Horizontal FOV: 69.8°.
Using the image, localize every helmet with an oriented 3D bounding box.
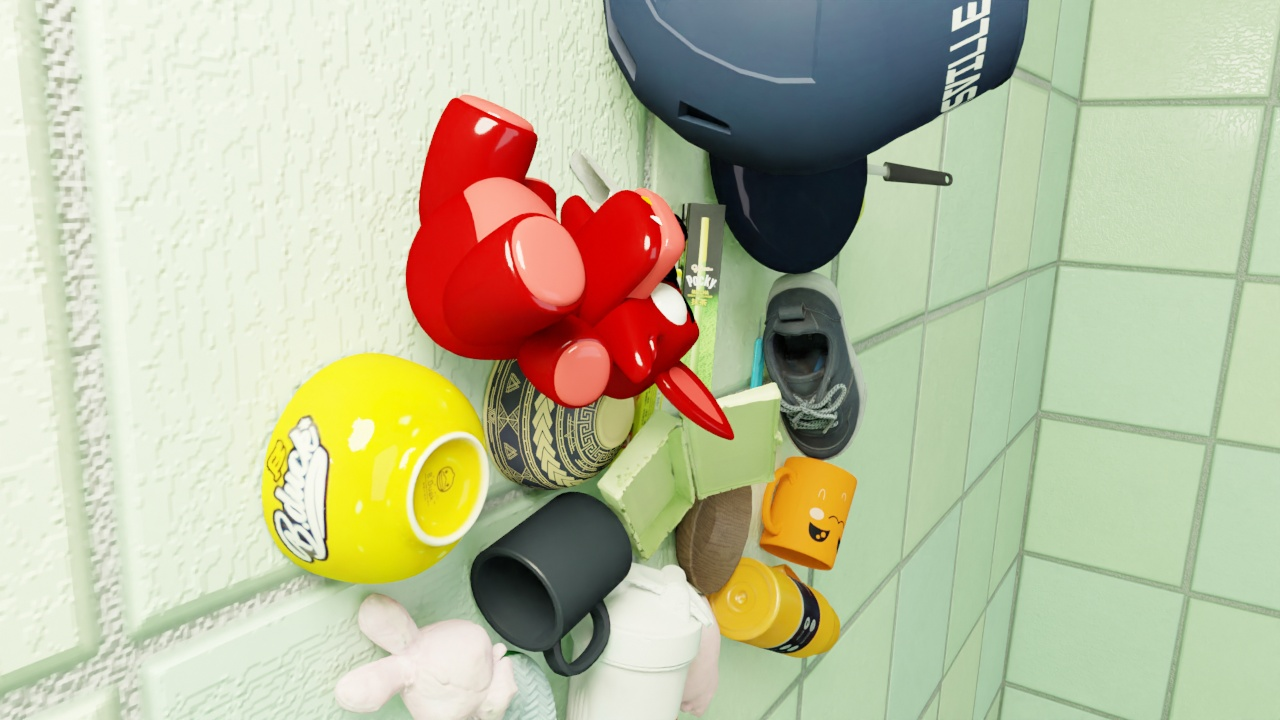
[{"bbox_3d":[0.081,-0.247,0.573,0.232,0.223,0.272,45,28,-80],"label":"helmet"}]

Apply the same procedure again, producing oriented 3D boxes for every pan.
[{"bbox_3d":[0.195,-0.180,0.847,0.355,0.021,0.199,-4,95,-41],"label":"pan"}]

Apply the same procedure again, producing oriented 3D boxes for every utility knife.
[{"bbox_3d":[0.112,0.019,0.876,0.022,0.015,0.123,-3,99,-70],"label":"utility knife"}]

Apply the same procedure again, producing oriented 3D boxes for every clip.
[{"bbox_3d":[-0.022,-0.096,0.626,0.101,0.040,0.054,36,48,-55],"label":"clip"}]

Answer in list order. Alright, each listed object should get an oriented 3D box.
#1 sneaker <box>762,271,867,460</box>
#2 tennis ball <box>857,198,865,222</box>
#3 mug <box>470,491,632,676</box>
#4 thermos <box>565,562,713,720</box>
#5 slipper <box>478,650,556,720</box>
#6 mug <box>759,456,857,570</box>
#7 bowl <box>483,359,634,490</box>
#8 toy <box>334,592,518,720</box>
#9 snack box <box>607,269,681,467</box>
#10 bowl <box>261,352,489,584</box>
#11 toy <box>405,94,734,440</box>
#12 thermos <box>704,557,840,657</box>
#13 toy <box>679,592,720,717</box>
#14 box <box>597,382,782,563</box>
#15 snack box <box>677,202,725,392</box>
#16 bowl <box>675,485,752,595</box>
[{"bbox_3d":[0.163,0.025,0.870,0.087,0.089,0.236,-72,151,-45],"label":"sneaker"},{"bbox_3d":[0.186,-0.154,0.897,0.065,0.065,0.065,-22,116,-54],"label":"tennis ball"},{"bbox_3d":[-0.050,0.147,0.583,0.077,0.071,0.105,-32,107,-51],"label":"mug"},{"bbox_3d":[-0.011,0.257,0.670,0.099,0.099,0.220,-5,106,-58],"label":"thermos"},{"bbox_3d":[-0.102,0.304,0.558,0.104,0.074,0.245,40,48,-56],"label":"slipper"},{"bbox_3d":[0.163,0.151,0.941,0.112,0.078,0.095,34,68,-36],"label":"mug"},{"bbox_3d":[-0.040,0.031,0.587,0.112,0.061,0.112,-22,116,-54],"label":"bowl"},{"bbox_3d":[-0.119,0.173,0.515,0.110,0.047,0.063,37,70,-40],"label":"toy"},{"bbox_3d":[-0.004,0.004,0.659,0.028,0.040,0.148,6,93,-58],"label":"snack box"},{"bbox_3d":[-0.119,0.058,0.461,0.117,0.068,0.117,-23,117,-54],"label":"bowl"},{"bbox_3d":[-0.030,-0.042,0.503,0.197,0.158,0.121,22,122,-43],"label":"toy"},{"bbox_3d":[0.145,0.250,0.932,0.232,0.076,0.091,38,63,-55],"label":"thermos"},{"bbox_3d":[0.042,0.264,0.789,0.098,0.053,0.096,-52,131,-41],"label":"toy"},{"bbox_3d":[0.037,0.079,0.656,0.140,0.047,0.188,-29,156,-5],"label":"box"},{"bbox_3d":[0.042,-0.044,0.695,0.080,0.025,0.147,-98,-168,-80],"label":"snack box"},{"bbox_3d":[0.060,0.145,0.809,0.117,0.030,0.118,-22,116,-54],"label":"bowl"}]
